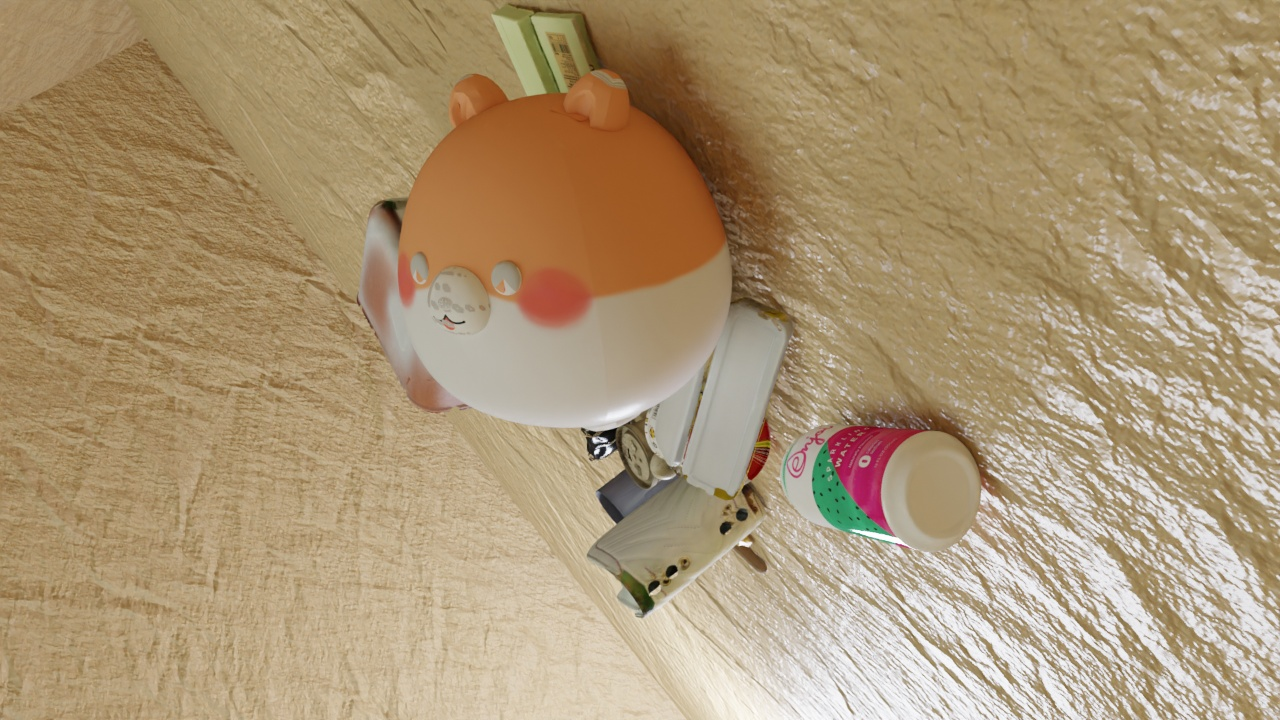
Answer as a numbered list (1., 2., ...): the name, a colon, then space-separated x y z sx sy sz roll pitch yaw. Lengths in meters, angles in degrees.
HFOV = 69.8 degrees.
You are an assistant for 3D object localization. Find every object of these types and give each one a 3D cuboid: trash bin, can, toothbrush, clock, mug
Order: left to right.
1. trash bin: -0.234 -0.085 1.159 0.259 0.181 0.158 52 138 37
2. mug: 0.012 0.194 1.302 0.124 0.103 0.084 26 149 53
3. clock: 0.021 0.126 1.230 0.141 0.054 0.093 22 130 57
4. can: 0.070 0.078 0.978 0.116 0.086 0.087 18 142 59
5. toothbrush: 0.116 0.241 1.284 0.167 0.016 0.016 39 157 36
6. can: 0.185 0.097 0.732 0.088 0.088 0.166 56 161 -11

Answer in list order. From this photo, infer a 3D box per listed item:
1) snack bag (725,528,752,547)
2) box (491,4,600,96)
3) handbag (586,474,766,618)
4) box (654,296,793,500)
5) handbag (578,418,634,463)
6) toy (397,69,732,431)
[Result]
1. snack bag: 0.112 0.214 1.236 0.099 0.020 0.026 45 159 19
2. box: -0.061 -0.224 0.826 0.138 0.030 0.187 33 154 47
3. handbag: 0.047 0.221 1.126 0.096 0.198 0.142 58 163 -10
4. box: 0.066 0.023 0.845 0.128 0.045 0.210 40 133 35
5. handbag: -0.052 0.099 1.316 0.054 0.079 0.129 44 160 26
6. toy: -0.065 -0.083 0.726 0.263 0.264 0.281 9 119 31
